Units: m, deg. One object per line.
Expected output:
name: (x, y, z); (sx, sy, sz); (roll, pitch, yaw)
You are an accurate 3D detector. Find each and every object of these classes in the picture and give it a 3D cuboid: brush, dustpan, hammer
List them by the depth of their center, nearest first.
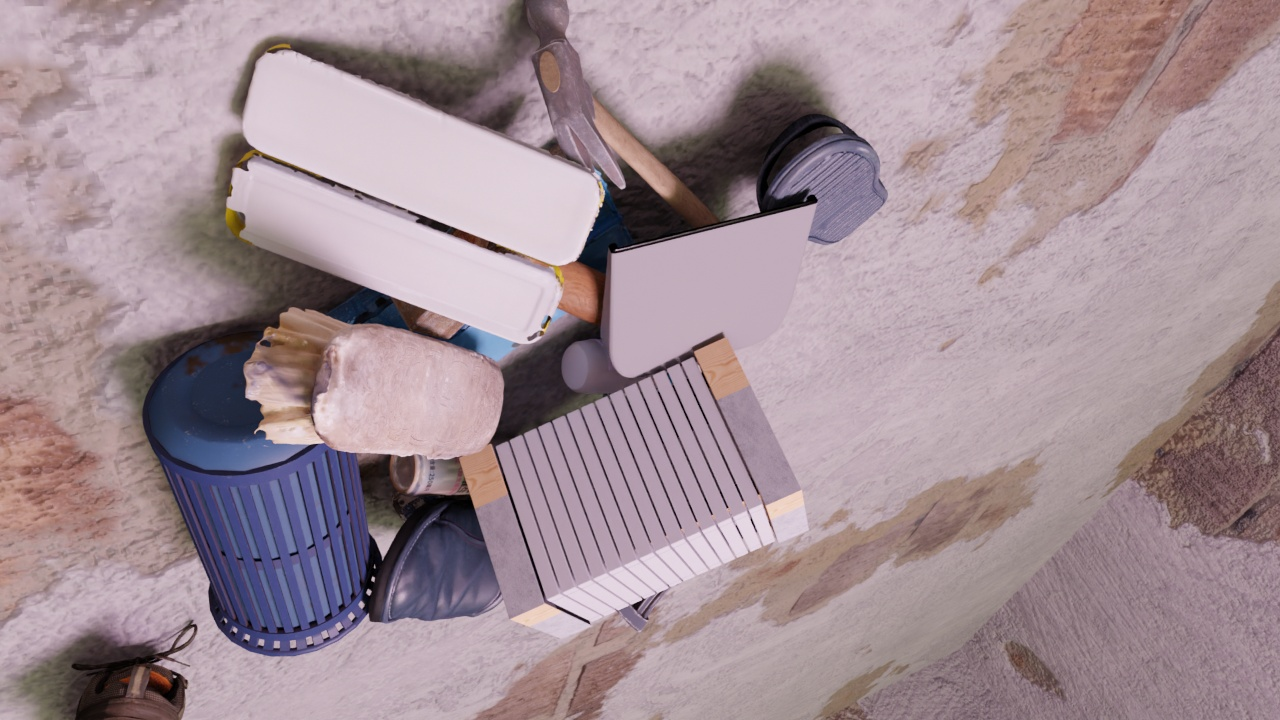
brush: (-0.161, 0.023, 0.623); (0.271, 0.057, 0.083); (25, 74, -76)
hammer: (0.015, -0.132, 0.683); (0.031, 0.119, 0.331); (-19, 159, 19)
hammer: (-0.041, -0.060, 0.726); (0.158, 0.037, 0.300); (-41, 157, 15)
dustpan: (0.046, -0.030, 0.768); (0.163, 0.033, 0.258); (-16, 144, -14)

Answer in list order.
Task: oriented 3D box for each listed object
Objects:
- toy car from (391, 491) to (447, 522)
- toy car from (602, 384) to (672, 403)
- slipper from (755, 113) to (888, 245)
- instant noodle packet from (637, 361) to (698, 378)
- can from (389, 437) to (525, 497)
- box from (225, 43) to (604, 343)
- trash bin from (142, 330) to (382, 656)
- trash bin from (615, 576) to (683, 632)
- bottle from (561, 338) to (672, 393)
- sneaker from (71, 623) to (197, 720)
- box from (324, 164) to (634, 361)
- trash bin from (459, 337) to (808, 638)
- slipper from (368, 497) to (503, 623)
toy car: (-0.208, 0.152, 0.900); (0.048, 0.040, 0.113); (-28, 146, -12)
toy car: (0.001, 0.036, 0.943); (0.089, 0.027, 0.039); (14, 127, -49)
slipper: (0.146, -0.157, 0.783); (0.101, 0.082, 0.263); (-40, 166, 17)
instant noodle packet: (0.055, -0.035, 0.825); (0.086, 0.026, 0.135); (-12, 145, -36)
can: (-0.162, 0.098, 0.856); (0.135, 0.054, 0.054); (5, 131, -44)
box: (-0.137, -0.093, 0.554); (0.209, 0.034, 0.130); (21, 118, -11)
trash bin: (-0.274, 0.101, 0.688); (0.139, 0.139, 0.250); (-17, 142, -24)
trash bin: (0.042, 0.166, 1.032); (0.227, 0.164, 0.164); (-37, 147, -3)
bottle: (-0.005, 0.005, 0.876); (0.146, 0.051, 0.051); (-1, 135, -41)
sneaker: (-0.471, 0.312, 0.843); (0.101, 0.142, 0.239); (13, 161, -24)
box: (-0.113, -0.054, 0.725); (0.231, 0.033, 0.174); (-34, 154, 0)
trash bin: (-0.001, 0.117, 0.795); (0.247, 0.142, 0.142); (-24, 155, 2)
slipper: (-0.158, 0.191, 0.863); (0.265, 0.083, 0.109); (20, 90, -77)
